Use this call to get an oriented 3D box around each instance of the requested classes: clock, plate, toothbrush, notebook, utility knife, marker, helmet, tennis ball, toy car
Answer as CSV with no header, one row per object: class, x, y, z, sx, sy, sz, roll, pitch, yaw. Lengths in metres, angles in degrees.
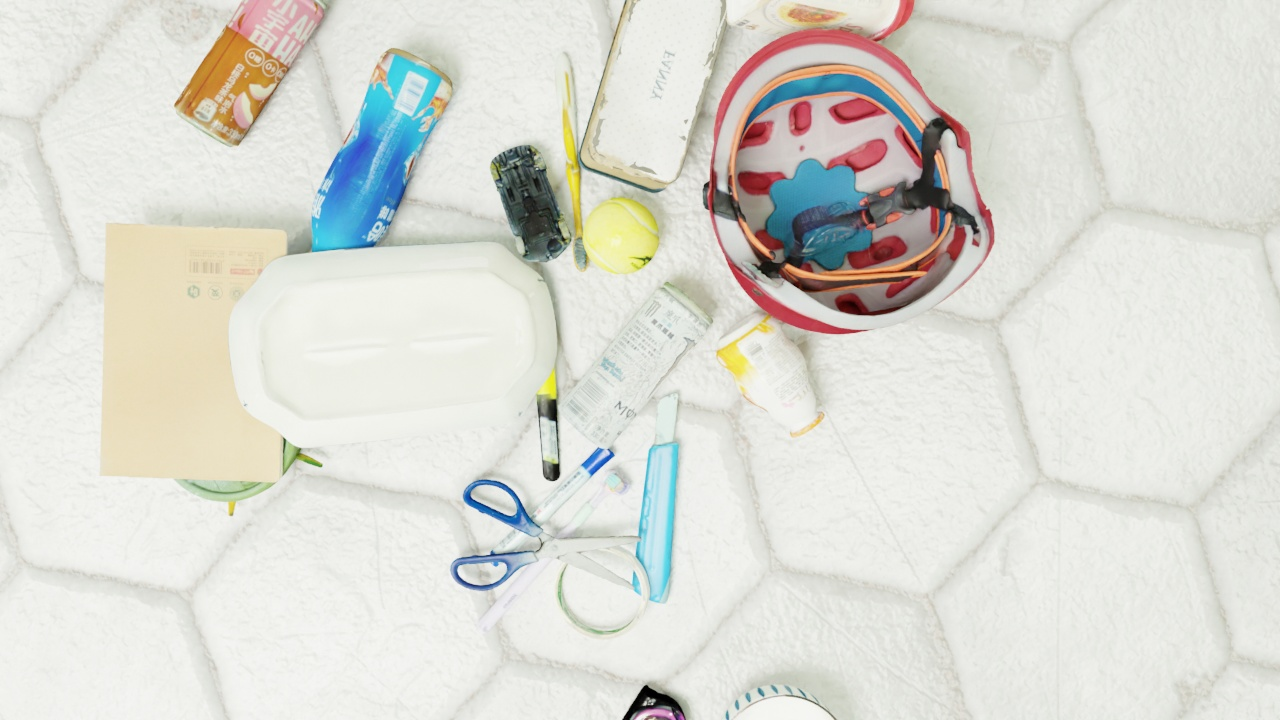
clock,-0.354,0.044,0.785,0.116,0.056,0.161,-28,93,-1
plate,-0.198,-0.014,0.753,0.265,0.034,0.162,-5,95,-14
toothbrush,-0.080,0.173,0.815,0.029,0.021,0.189,41,93,-22
toothbrush,-0.060,-0.173,0.802,0.016,0.018,0.191,-5,93,-3
notebook,-0.365,-0.006,0.750,0.148,0.008,0.207,2,92,-2
utility knife,0.017,0.122,0.816,0.034,0.018,0.188,6,93,5
marker,-0.083,0.047,0.814,0.018,0.015,0.124,-4,96,-11
helmet,0.154,-0.130,0.752,0.207,0.144,0.240,-16,79,-1
tennis ball,-0.016,-0.106,0.783,0.065,0.065,0.065,0,92,-2
toy car,-0.094,-0.134,0.796,0.049,0.031,0.105,-20,85,3
marker,-0.080,0.129,0.815,0.146,0.017,0.017,-44,93,0

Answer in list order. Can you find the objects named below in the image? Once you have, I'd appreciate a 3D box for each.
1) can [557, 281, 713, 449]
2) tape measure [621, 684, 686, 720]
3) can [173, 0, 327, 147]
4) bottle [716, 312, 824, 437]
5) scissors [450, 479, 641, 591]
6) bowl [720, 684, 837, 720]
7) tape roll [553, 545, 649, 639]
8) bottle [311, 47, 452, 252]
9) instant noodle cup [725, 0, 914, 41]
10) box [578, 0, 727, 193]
can,-0.005,0.005,0.791,0.058,0.058,0.147,40,91,-3
tape measure,0.013,0.327,0.814,0.058,0.039,0.057,35,91,-3
can,-0.328,-0.254,0.772,0.058,0.058,0.147,34,91,-3
bottle,0.115,0.014,0.792,0.063,0.063,0.108,-36,92,0
scissors,-0.089,0.156,0.799,0.163,0.012,0.160,-28,85,1
bowl,0.119,0.338,0.805,0.116,0.066,0.116,0,92,-3
tape roll,-0.034,0.204,0.811,0.086,0.014,0.086,1,93,12
bottle,-0.231,-0.151,0.776,0.065,0.065,0.218,25,92,-3
instant noodle cup,0.140,-0.313,0.740,0.124,0.116,0.116,-4,92,-26
box,0.010,-0.229,0.776,0.089,0.061,0.184,19,93,-12
